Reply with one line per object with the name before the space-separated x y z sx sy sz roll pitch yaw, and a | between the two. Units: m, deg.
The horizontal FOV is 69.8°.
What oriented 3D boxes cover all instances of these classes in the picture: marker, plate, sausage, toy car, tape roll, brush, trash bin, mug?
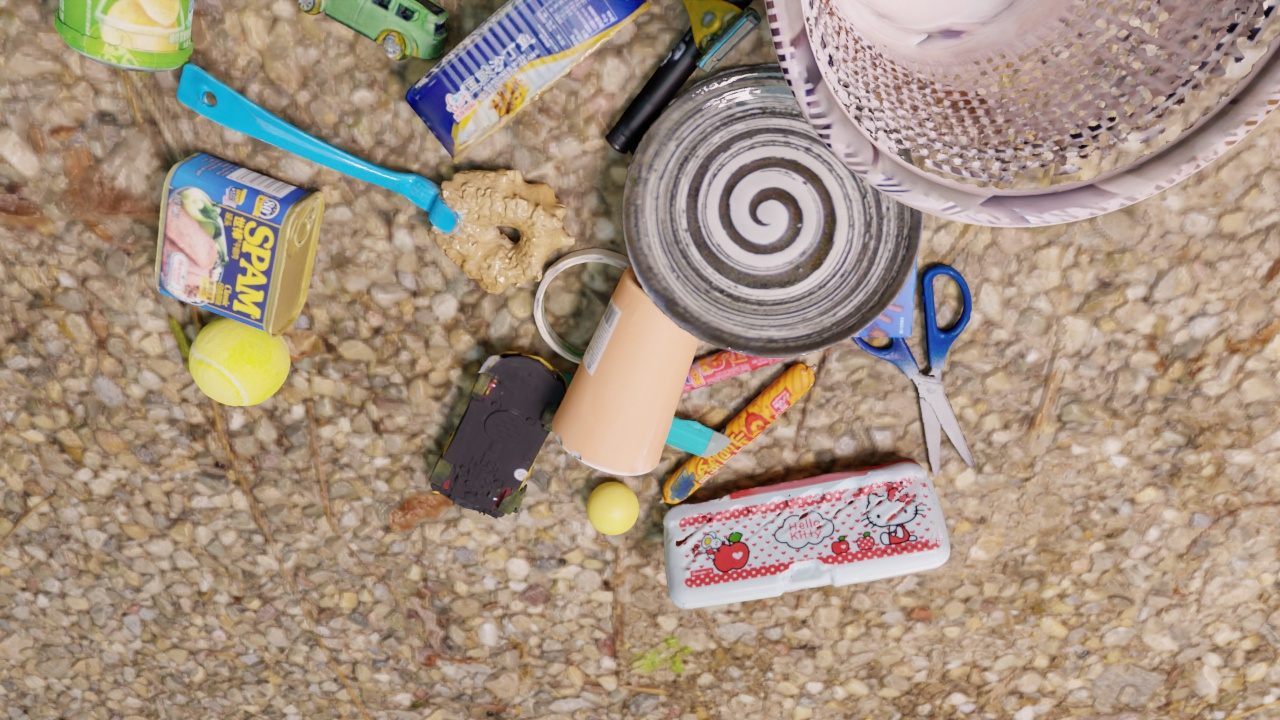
marker | 0.026 -0.178 0.549 0.022 0.020 0.132 28 119 -28
plate | 0.078 -0.089 0.551 0.179 0.024 0.179 0 85 2
sausage | 0.069 0.056 0.673 0.021 0.021 0.165 37 115 -15
sausage | 0.068 0.001 0.645 0.156 0.020 0.020 -19 116 14
toy car | -0.102 0.055 0.674 0.071 0.041 0.156 24 121 -9
toy car | -0.156 -0.206 0.534 0.091 0.043 0.036 22 121 -10
tape roll | -0.030 -0.036 0.635 0.086 0.013 0.086 2 119 4
brush | -0.162 -0.116 0.578 0.254 0.045 0.083 24 121 -15
trash bin | 0.166 -0.201 0.426 0.227 0.191 0.228 2 119 3
mug | -0.004 0.003 0.598 0.078 0.078 0.123 18 117 -6

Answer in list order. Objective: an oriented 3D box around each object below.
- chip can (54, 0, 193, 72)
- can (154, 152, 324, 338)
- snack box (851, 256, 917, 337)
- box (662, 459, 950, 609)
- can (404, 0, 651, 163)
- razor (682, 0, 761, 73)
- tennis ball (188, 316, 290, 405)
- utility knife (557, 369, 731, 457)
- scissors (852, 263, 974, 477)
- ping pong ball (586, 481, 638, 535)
chip can | -0.269 -0.269 0.492 0.072 0.072 0.222 19 119 -6
can | -0.265 -0.076 0.607 0.083 0.057 0.102 20 118 -4
snack box | 0.098 -0.058 0.598 0.157 0.026 0.085 1 118 10
box | 0.119 0.137 0.671 0.202 0.098 0.095 -13 116 12
can | -0.066 -0.177 0.527 0.148 0.074 0.049 -33 108 19
razor | 0.009 -0.225 0.513 0.043 0.028 0.132 -41 93 26
tennis ball | -0.280 -0.001 0.643 0.065 0.065 0.066 2 119 3
utility knife | -0.014 0.034 0.666 0.164 0.013 0.029 22 124 1
scissors | 0.208 0.007 0.640 0.171 0.012 0.141 35 118 -13
ping pong ball | -0.021 0.113 0.701 0.040 0.040 0.040 2 119 3
